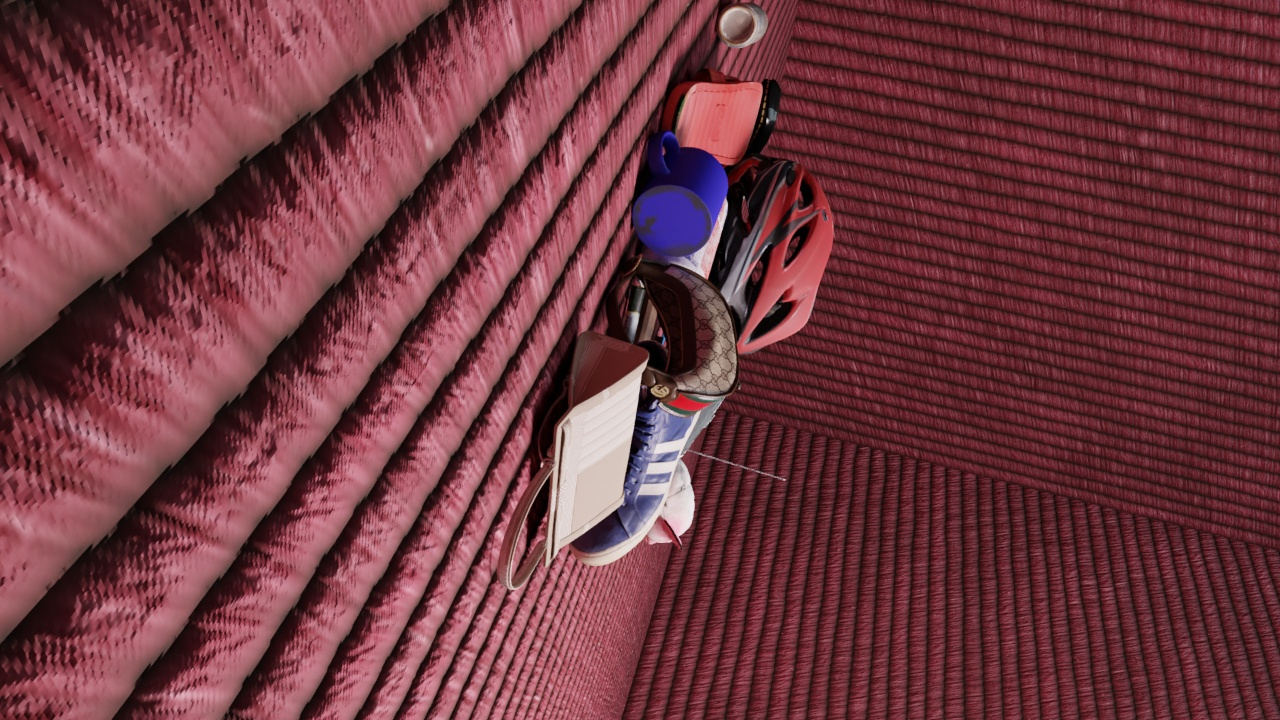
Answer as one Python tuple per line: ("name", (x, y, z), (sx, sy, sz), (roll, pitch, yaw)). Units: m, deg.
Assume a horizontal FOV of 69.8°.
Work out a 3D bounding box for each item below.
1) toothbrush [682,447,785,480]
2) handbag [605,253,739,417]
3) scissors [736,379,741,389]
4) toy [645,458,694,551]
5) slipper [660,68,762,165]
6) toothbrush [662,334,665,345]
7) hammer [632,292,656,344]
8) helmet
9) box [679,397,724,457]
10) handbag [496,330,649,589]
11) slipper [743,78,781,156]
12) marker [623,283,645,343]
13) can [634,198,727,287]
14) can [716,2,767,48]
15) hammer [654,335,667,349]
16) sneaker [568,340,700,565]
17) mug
("toothbrush", (0.068, 0.107, 1.000), (0.010, 0.181, 0.010), (17, 89, -77))
("handbag", (0.028, -0.031, 0.884), (0.063, 0.138, 0.166), (-33, -135, 37))
("scissors", (0.061, -0.014, 1.009), (0.180, 0.015, 0.187), (112, -35, -56))
("toy", (0.024, 0.169, 1.207), (0.213, 0.084, 0.142), (76, 3, -88))
("slipper", (0.071, -0.272, 1.025), (0.248, 0.059, 0.104), (-28, 134, -59))
("toothbrush", (0.056, -0.083, 1.425), (0.016, 0.014, 0.166), (89, 17, -62))
("hammer", (-0.006, 0.006, 1.067), (0.115, 0.033, 0.323), (26, 77, -81))
("helmet", (0.122, -0.140, 1.132), (0.167, 0.218, 0.271), (29, 68, -38))
("box", (0.071, 0.046, 1.209), (0.214, 0.107, 0.124), (-39, 115, -54))
("handbag", (-0.064, 0.104, 0.747), (0.197, 0.062, 0.176), (-57, 162, -49))
("slipper", (0.114, -0.288, 1.246), (0.268, 0.075, 0.112), (126, -21, -65))
("marker", (-0.018, -0.010, 0.997), (0.017, 0.017, 0.146), (-46, 150, -75))
("can", (0.047, -0.137, 1.008), (0.078, 0.078, 0.135), (90, 16, -61))
("can", (0.133, -0.436, 1.190), (0.135, 0.054, 0.054), (-61, 163, -66))
("hammer", (0.059, -0.030, 1.414), (0.313, 0.035, 0.138), (-59, 162, -58))
("sneaker", (-0.015, 0.088, 0.937), (0.232, 0.091, 0.118), (-57, 151, -17))
("mug", (0.035, -0.171, 0.903), (0.111, 0.079, 0.083), (65, 29, -30))
